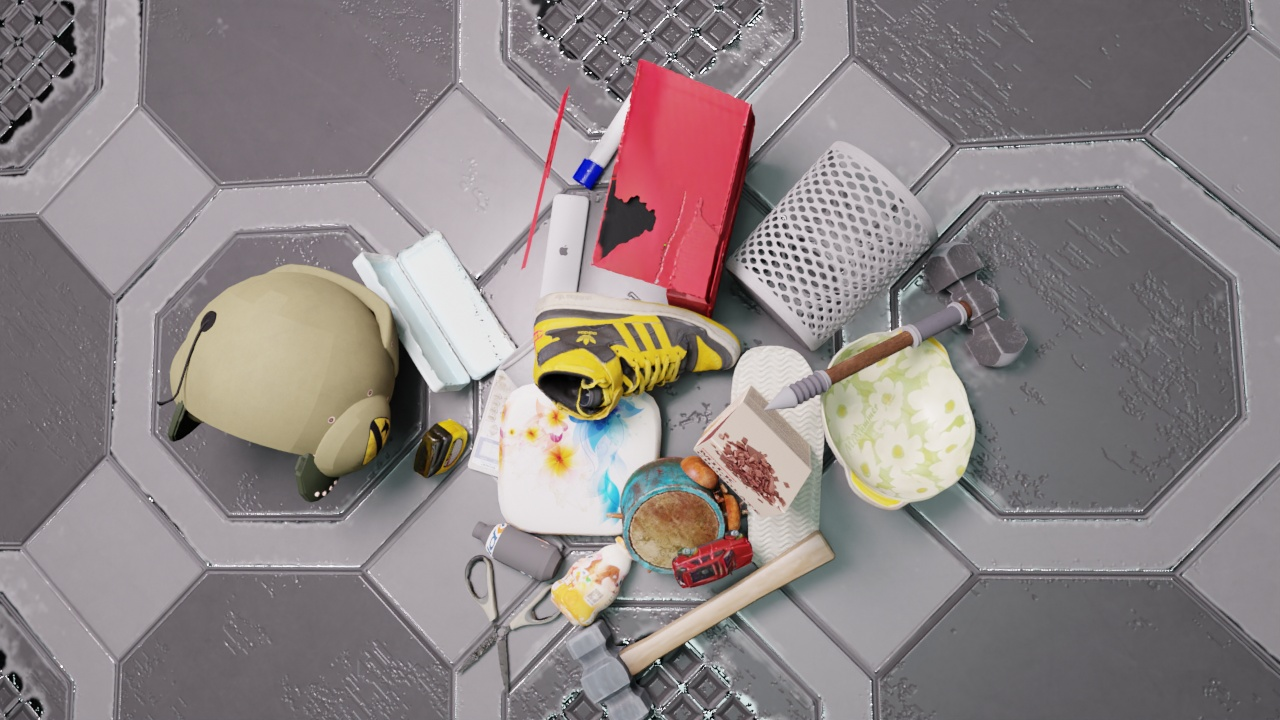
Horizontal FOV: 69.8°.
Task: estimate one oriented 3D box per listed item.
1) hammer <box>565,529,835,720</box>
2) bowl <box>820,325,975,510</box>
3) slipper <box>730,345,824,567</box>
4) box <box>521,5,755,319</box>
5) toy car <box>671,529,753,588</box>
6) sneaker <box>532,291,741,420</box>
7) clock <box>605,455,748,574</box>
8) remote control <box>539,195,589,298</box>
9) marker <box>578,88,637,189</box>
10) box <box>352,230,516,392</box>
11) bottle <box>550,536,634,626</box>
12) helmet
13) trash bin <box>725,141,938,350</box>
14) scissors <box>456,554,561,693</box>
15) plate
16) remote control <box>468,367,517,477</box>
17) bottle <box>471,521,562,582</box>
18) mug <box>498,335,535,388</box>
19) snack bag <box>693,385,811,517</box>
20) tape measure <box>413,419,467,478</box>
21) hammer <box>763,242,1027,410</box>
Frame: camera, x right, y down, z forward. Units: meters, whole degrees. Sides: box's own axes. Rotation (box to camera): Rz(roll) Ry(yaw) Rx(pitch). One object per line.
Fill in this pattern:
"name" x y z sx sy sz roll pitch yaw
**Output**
"hammer" 0.074 0.290 1.041 0.323 0.051 0.117 -33 84 7
"bowl" 0.273 0.067 1.019 0.188 0.060 0.218 29 65 -7
"slipper" 0.156 0.113 1.058 0.115 0.052 0.263 -4 95 11
"box" 0.044 -0.172 0.941 0.124 0.377 0.211 12 87 25
"toy car" 0.080 0.220 1.007 0.091 0.036 0.042 -22 116 -5
"sneaker" -0.006 0.006 1.011 0.238 0.086 0.121 10 59 -6
"clock" 0.051 0.165 1.041 0.158 0.073 0.121 -31 110 9
"remote control" -0.094 -0.133 1.136 0.045 0.008 0.146 7 86 9
"marker" -0.036 -0.274 1.134 0.027 0.023 0.133 33 90 31
"box" -0.250 -0.062 1.117 0.122 0.078 0.197 -32 79 -15
"bottle" -0.051 0.255 1.068 0.109 0.063 0.063 -42 80 -13
"helmet" -0.381 0.012 1.027 0.250 0.255 0.233 22 91 8
"trash bin" 0.206 -0.122 1.022 0.183 0.156 0.156 -45 81 4
"scissors" -0.166 0.308 1.102 0.170 0.012 0.157 -34 79 2
"plate" -0.070 0.119 1.060 0.187 0.016 0.187 3 104 -6
"remote control" -0.169 0.073 1.126 0.050 0.011 0.135 16 87 9
"bottle" -0.148 0.223 1.091 0.112 0.047 0.047 24 88 9
"mug" -0.107 -0.001 1.091 0.085 0.112 0.070 -29 104 44
"snack bag" 0.115 0.094 0.931 0.094 0.206 0.070 45 101 3
"tape measure" -0.242 0.103 1.107 0.037 0.064 0.066 32 122 17
"hammer" 0.264 -0.012 0.990 0.321 0.043 0.156 -24 81 -21
